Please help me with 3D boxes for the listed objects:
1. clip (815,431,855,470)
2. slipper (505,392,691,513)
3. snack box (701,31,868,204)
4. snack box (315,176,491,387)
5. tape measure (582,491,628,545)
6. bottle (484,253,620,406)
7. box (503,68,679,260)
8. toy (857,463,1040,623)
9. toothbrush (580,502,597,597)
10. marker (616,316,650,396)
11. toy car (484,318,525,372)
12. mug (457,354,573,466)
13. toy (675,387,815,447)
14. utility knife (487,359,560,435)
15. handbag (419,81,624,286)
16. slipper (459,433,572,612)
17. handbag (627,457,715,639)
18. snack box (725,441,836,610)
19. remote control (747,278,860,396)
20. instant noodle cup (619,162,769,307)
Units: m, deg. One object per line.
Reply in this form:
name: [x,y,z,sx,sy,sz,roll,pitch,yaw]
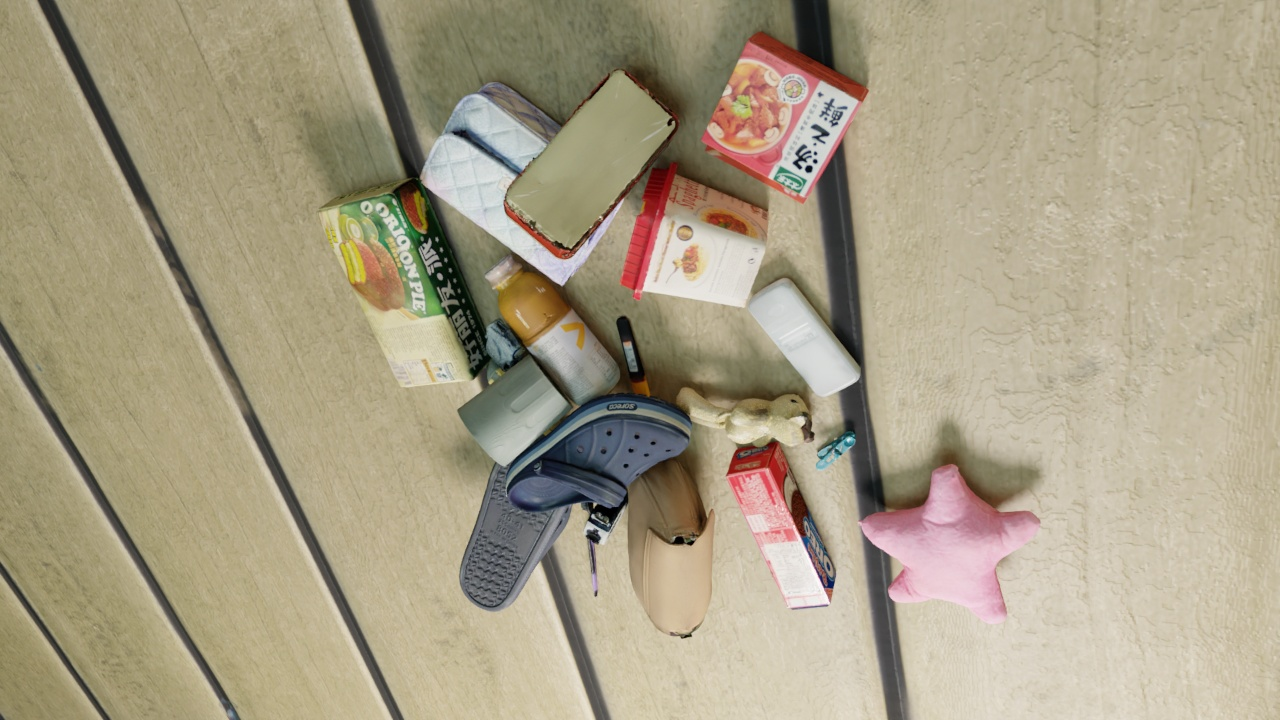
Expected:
clip: [0.214,0.098,1.007,0.013,0.038,0.056,40,121,-8]
slipper: [-0.058,0.120,1.029,0.253,0.095,0.105,-28,137,30]
snack box: [0.124,-0.211,0.833,0.113,0.044,0.127,29,128,4]
snack box: [-0.271,-0.086,1.073,0.115,0.063,0.240,-7,117,26]
tape measure: [-0.045,0.197,1.155,0.033,0.065,0.066,29,126,9]
bottle: [-0.101,-0.035,1.028,0.068,0.067,0.189,-30,106,35]
box: [-0.047,-0.182,0.847,0.091,0.079,0.168,40,83,-5]
toy: [0.324,0.193,0.990,0.179,0.074,0.195,13,122,18]
toothbrush: [-0.068,0.249,1.231,0.017,0.014,0.189,14,126,24]
marker: [-0.006,0.006,1.049,0.018,0.015,0.124,-4,116,24]
toy car: [-0.158,-0.012,1.062,0.049,0.031,0.106,48,162,10]
mug: [-0.144,0.050,1.050,0.103,0.124,0.083,-39,109,-1]
toy: [0.113,0.059,1.008,0.157,0.066,0.105,10,156,22]
utility knife: [-0.133,0.057,1.123,0.151,0.018,0.031,39,111,2]
handbag: [-0.121,-0.181,0.939,0.194,0.075,0.134,36,125,-1]
slipper: [-0.148,0.196,1.185,0.111,0.083,0.268,30,103,15]
handbag: [0.039,0.221,1.093,0.099,0.147,0.205,-10,125,-14]
snack box: [0.166,0.195,1.069,0.058,0.057,0.207,-14,114,27]
remote control: [0.170,-0.023,0.949,0.056,0.020,0.136,-32,105,36]
instant noodle cup: [0.055,-0.115,0.891,0.124,0.116,0.117,15,126,-1]
